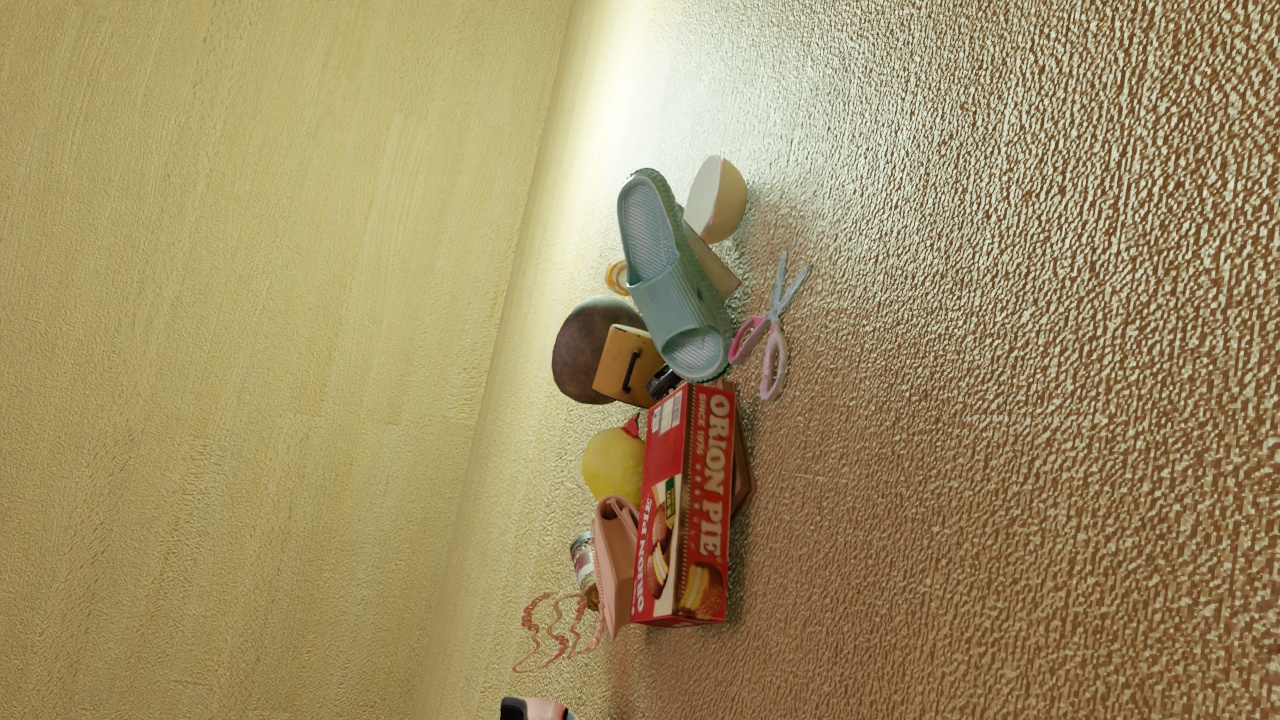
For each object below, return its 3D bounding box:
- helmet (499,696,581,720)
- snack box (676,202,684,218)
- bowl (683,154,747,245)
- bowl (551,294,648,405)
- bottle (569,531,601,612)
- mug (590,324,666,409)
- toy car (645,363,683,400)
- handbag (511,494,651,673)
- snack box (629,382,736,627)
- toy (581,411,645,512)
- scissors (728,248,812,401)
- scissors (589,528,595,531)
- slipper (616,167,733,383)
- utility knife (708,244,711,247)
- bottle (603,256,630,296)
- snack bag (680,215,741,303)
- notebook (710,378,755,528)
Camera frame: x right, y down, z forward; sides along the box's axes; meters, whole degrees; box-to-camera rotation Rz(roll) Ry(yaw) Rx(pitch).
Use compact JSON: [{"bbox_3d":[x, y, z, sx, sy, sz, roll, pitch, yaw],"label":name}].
[{"bbox_3d":[-0.114,0.513,1.064,0.272,0.167,0.217,-164,88,-74],"label":"helmet"},{"bbox_3d":[0.030,-0.153,1.281,0.101,0.031,0.185,-48,22,18],"label":"snack box"},{"bbox_3d":[0.097,-0.192,1.134,0.115,0.050,0.114,-167,91,-74],"label":"bowl"},{"bbox_3d":[-0.047,-0.009,1.324,0.070,0.162,0.162,23,102,35],"label":"bowl"},{"bbox_3d":[-0.061,0.288,1.258,0.105,0.056,0.056,-116,42,-59],"label":"bottle"},{"bbox_3d":[-0.007,0.007,1.225,0.123,0.100,0.094,-32,-41,-83],"label":"mug"},{"bbox_3d":[0.044,0.010,1.127,0.092,0.037,0.040,-42,17,0],"label":"toy car"},{"bbox_3d":[-0.075,0.245,1.047,0.199,0.187,0.116,95,156,-52],"label":"handbag"},{"bbox_3d":[0.044,0.151,0.944,0.113,0.060,0.236,139,140,-62],"label":"snack box"},{"bbox_3d":[-0.027,0.174,1.201,0.134,0.092,0.207,-167,71,-73],"label":"toy"},{"bbox_3d":[0.135,-0.029,0.947,0.171,0.013,0.174,125,156,-44],"label":"scissors"},{"bbox_3d":[-0.064,0.296,1.352,0.121,0.014,0.159,131,152,-56],"label":"scissors"},{"bbox_3d":[0.023,-0.100,1.077,0.116,0.069,0.276,-30,74,44],"label":"slipper"},{"bbox_3d":[0.092,-0.186,1.211,0.022,0.015,0.148,-5,72,50],"label":"utility knife"},{"bbox_3d":[-0.030,-0.141,1.510,0.109,0.063,0.063,-138,63,-73],"label":"bottle"},{"bbox_3d":[0.050,-0.096,1.137,0.131,0.039,0.144,50,141,15],"label":"snack bag"},{"bbox_3d":[0.063,0.142,1.029,0.168,0.022,0.211,-95,24,-47],"label":"notebook"}]
